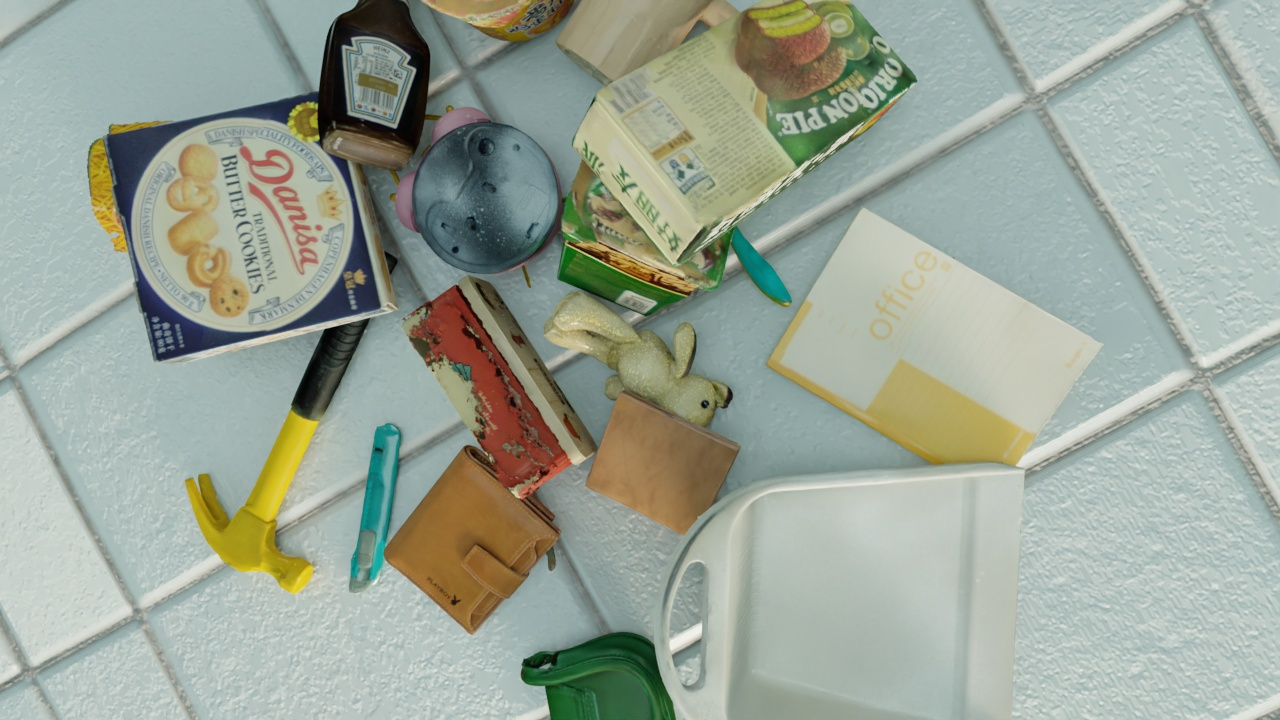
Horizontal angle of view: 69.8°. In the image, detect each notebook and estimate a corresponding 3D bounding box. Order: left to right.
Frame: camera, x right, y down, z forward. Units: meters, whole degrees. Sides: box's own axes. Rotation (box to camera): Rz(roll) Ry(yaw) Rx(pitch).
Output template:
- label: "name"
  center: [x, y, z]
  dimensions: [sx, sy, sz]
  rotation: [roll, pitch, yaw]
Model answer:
- label: "notebook"
  center: [0.221, -0.005, 0.706]
  dimensions: [0.206, 0.010, 0.146]
  rotation: [31, 102, 4]

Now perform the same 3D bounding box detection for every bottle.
- label: "bottle"
  center: [-0.204, -0.247, 0.719]
  dimensions: [0.079, 0.044, 0.194]
  rotation: [11, 68, -29]

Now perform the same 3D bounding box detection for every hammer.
- label: "hammer"
  center: [-0.283, 0.042, 0.777]
  dimensions: [0.129, 0.033, 0.301]
  rotation: [28, 96, 5]

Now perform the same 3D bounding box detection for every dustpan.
- label: "dustpan"
  center: [0.149, 0.186, 0.664]
  dimensions: [0.258, 0.142, 0.222]
  rotation: [2, 93, 13]

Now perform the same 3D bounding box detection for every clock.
- label: "clock"
  center: [-0.133, -0.137, 0.736]
  dimensions: [0.158, 0.059, 0.117]
  rotation: [33, 97, 4]

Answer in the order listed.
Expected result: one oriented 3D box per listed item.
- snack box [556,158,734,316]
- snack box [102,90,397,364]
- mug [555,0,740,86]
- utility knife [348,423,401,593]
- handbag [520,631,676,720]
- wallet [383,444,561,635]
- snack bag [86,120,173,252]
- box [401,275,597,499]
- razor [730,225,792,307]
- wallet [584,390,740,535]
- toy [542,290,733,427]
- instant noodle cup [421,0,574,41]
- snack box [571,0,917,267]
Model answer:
- label: "snack box"
  center: [-0.003, -0.095, 0.676]
  dimensions: [0.118, 0.106, 0.117]
  rotation: [22, 63, -10]
- label: "snack box"
  center: [-0.303, -0.105, 0.718]
  dimensions: [0.182, 0.046, 0.178]
  rotation: [-14, 87, -5]
- label: "mug"
  center: [0.011, -0.252, 0.708]
  dimensions: [0.124, 0.084, 0.103]
  rotation: [33, 98, -21]
- label: "utility knife"
  center: [-0.226, 0.128, 0.781]
  dimensions: [0.029, 0.013, 0.151]
  rotation: [10, 93, 6]
- label: "handbag"
  center: [-0.031, 0.292, 0.732]
  dimensions: [0.120, 0.068, 0.131]
  rotation: [-11, 90, 9]
- label: "wallet"
  center: [-0.133, 0.152, 0.751]
  dimensions: [0.119, 0.035, 0.131]
  rotation: [42, 111, 6]
- label: "snack bag"
  center: [-0.341, -0.144, 0.769]
  dimensions: [0.208, 0.073, 0.128]
  rotation: [1, 92, 1]
- label: "box"
  center: [-0.115, 0.025, 0.723]
  dimensions: [0.080, 0.091, 0.168]
  rotation: [-34, 87, 5]
- label: "razor"
  center: [0.080, -0.098, 0.722]
  dimensions: [0.043, 0.028, 0.132]
  rotation: [-29, 85, -23]
- label: "wallet"
  center: [0.015, 0.083, 0.713]
  dimensions: [0.101, 0.020, 0.116]
  rotation: [26, 131, 6]
- label: "toy"
  center: [-0.004, 0.004, 0.706]
  dimensions: [0.157, 0.066, 0.105]
  rotation: [35, 126, -17]
- label: "instant noodle cup"
  center: [-0.109, -0.313, 0.700]
  dimensions: [0.138, 0.109, 0.138]
  rotation: [0, 92, 7]
- label: "snack box"
  center: [0.077, -0.175, 0.641]
  dimensions: [0.239, 0.063, 0.114]
  rotation: [-38, 87, -29]
